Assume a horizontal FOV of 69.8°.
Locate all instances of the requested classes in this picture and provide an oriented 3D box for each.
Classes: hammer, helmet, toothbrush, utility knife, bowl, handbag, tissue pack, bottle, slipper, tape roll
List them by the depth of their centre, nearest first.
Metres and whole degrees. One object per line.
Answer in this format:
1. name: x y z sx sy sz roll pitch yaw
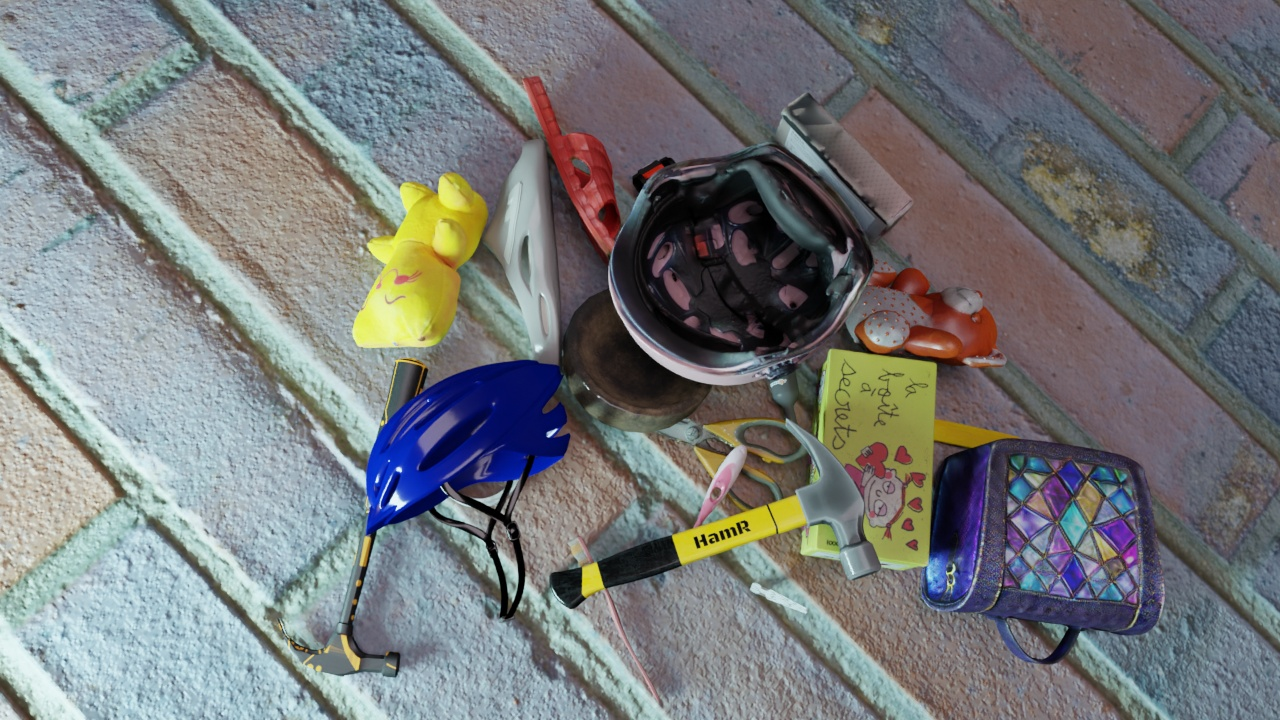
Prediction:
1. helmet: -0.139 0.120 0.875 0.241 0.148 0.227 -30 83 -24
2. toothbrush: 0.135 0.231 0.886 0.010 0.182 0.010 24 80 -5
3. helmet: 0.088 -0.080 0.911 0.255 0.153 0.230 -37 76 -16
4. hammer: 0.064 0.177 0.921 0.324 0.034 0.169 -19 68 1
5. hammer: -0.271 0.150 0.923 0.123 0.036 0.320 11 75 -5
6. toothbrush: -0.026 0.265 0.939 0.015 0.015 0.184 -27 81 -12
7. tape roll: -0.168 0.107 0.960 0.093 0.013 0.093 2 74 -8
8. bowl: -0.006 0.006 0.967 0.162 0.070 0.162 8 57 -12
9. handbag: 0.418 0.204 0.968 0.205 0.126 0.221 9 74 -7
10. toothbrush: 0.076 0.148 0.974 0.021 0.016 0.135 31 82 6
11. slipper: -0.130 -0.109 0.987 0.080 0.113 0.265 -6 81 1
12. slipper: -0.063 -0.217 1.021 0.059 0.103 0.248 -24 77 0
13. bottle: 0.160 0.024 1.026 0.030 0.030 0.113 -6 76 -11
14. utility knife: 0.402 0.095 1.051 0.218 0.019 0.030 11 78 -1
15. tissue pack: 0.240 -0.228 1.077 0.071 0.104 0.181 -44 83 -2

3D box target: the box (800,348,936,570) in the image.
1. box: 0.245 0.105 0.986 0.124 0.082 0.220 11 74 1

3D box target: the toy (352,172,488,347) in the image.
1. toy: -0.229 -0.098 0.970 0.087 0.135 0.193 35 59 -44

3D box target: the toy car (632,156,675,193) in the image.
1. toy car: 0.035 -0.181 1.053 0.051 0.049 0.100 -33 82 -15

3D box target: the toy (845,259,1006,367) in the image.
1. toy: 0.320 -0.046 1.029 0.172 0.093 0.163 12 32 -6

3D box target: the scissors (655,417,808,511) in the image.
1. scissors: 0.067 0.097 0.996 0.228 0.016 0.134 15 83 3
